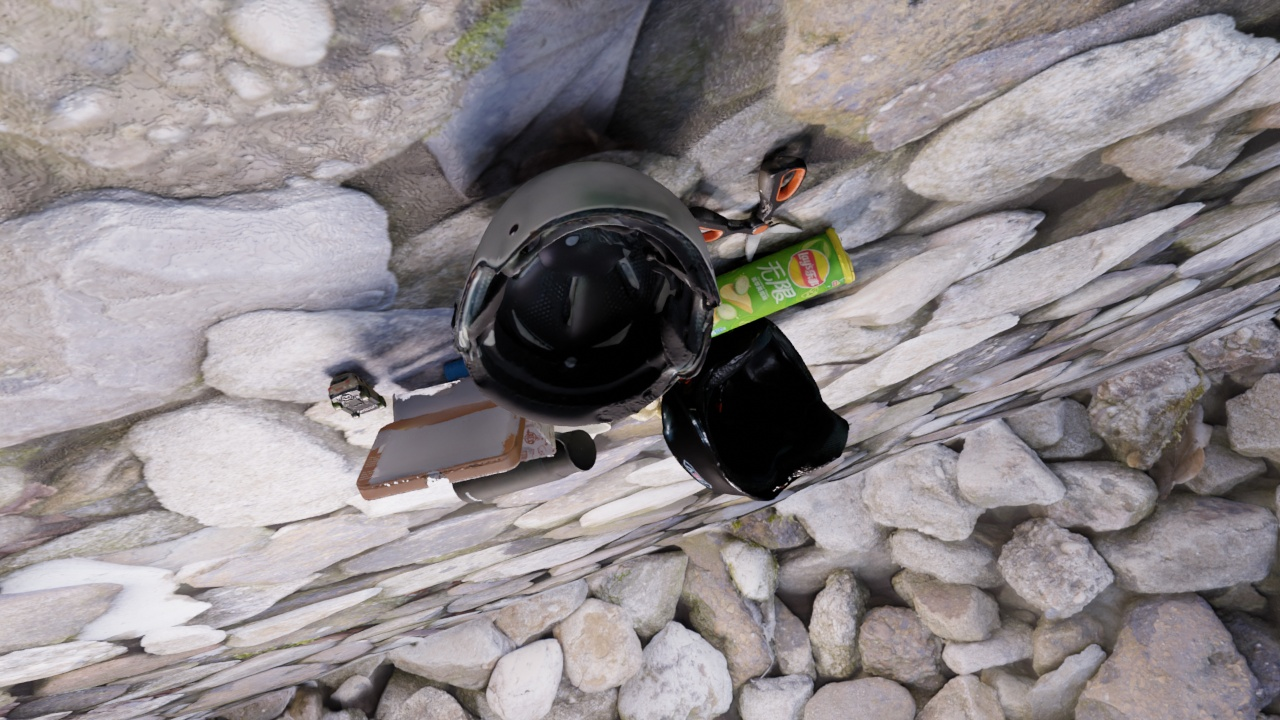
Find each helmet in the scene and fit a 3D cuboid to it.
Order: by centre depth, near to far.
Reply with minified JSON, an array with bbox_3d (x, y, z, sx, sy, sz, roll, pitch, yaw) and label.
[{"bbox_3d":[-0.050,-0.073,0.829,0.230,0.156,0.275,6,145,-11],"label":"helmet"},{"bbox_3d":[0.138,0.073,1.283,0.231,0.233,0.273,-19,-151,48],"label":"helmet"}]

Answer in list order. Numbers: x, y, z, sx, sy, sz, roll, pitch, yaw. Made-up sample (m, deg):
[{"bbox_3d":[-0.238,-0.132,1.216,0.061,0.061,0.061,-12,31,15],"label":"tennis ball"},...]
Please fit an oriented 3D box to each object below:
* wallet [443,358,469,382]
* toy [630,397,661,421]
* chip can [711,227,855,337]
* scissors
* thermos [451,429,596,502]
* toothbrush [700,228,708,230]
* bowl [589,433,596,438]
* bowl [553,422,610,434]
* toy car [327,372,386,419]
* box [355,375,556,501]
[{"bbox_3d":[-0.167,0.011,1.145,0.133,0.040,0.106,-19,157,2],"label":"wallet"},{"bbox_3d":[0.004,0.058,1.376,0.105,0.066,0.157,6,169,4],"label":"toy"},{"bbox_3d":[0.146,-0.088,1.125,0.221,0.072,0.072,-22,161,7],"label":"chip can"},{"bbox_3d":[0.117,-0.154,0.995,0.224,0.021,0.221,-17,162,-23],"label":"scissors"},{"bbox_3d":[-0.178,0.146,1.327,0.243,0.068,0.090,-20,130,37],"label":"thermos"},{"bbox_3d":[0.028,-0.152,0.925,0.016,0.018,0.180,-38,157,24],"label":"toothbrush"},{"bbox_3d":[-0.110,0.114,1.432,0.118,0.064,0.118,-17,160,-7],"label":"bowl"},{"bbox_3d":[-0.098,0.065,1.277,0.113,0.062,0.113,-1,166,-1],"label":"bowl"},{"bbox_3d":[-0.329,0.042,1.068,0.042,0.035,0.090,-19,161,1],"label":"toy car"},{"bbox_3d":[-0.208,0.083,1.074,0.179,0.130,0.272,-13,-178,6],"label":"box"}]
